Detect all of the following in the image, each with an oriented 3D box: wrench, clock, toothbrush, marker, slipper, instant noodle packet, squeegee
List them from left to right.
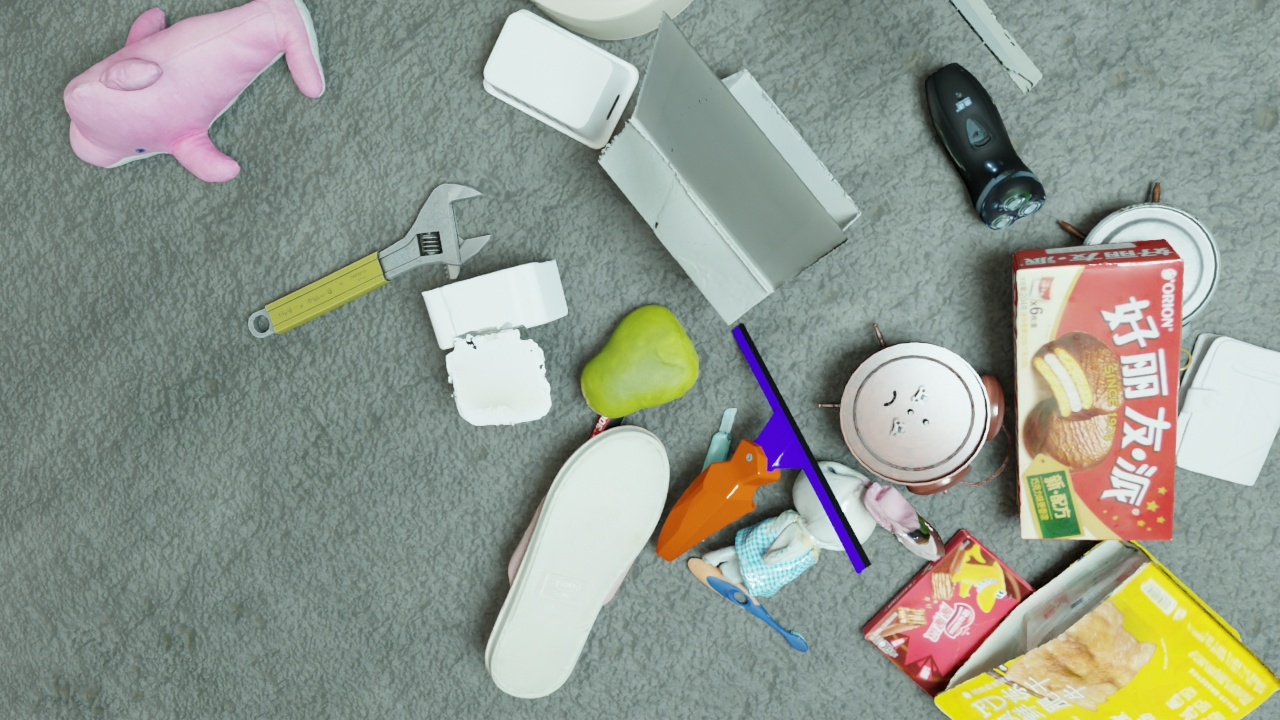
[{"bbox_3d":[-0.262,-0.086,0.876,0.274,0.018,0.083,-22,93,12],"label":"wrench"},{"bbox_3d":[-0.061,0.182,0.844,0.114,0.054,0.274,26,94,-20],"label":"slipper"},{"bbox_3d":[-0.051,0.097,0.860,0.023,0.021,0.145,27,101,-1],"label":"marker"},{"bbox_3d":[0.070,0.117,0.792,0.185,0.055,0.249,-51,45,33],"label":"squeegee"},{"bbox_3d":[0.100,0.226,0.855,0.135,0.017,0.021,36,98,6],"label":"toothbrush"},{"bbox_3d":[0.241,0.049,0.777,0.157,0.072,0.121,34,101,5],"label":"clock"},{"bbox_3d":[0.383,0.271,0.776,0.163,0.084,0.222,41,107,-8],"label":"instant noodle packet"},{"bbox_3d":[0.410,-0.061,0.742,0.104,0.056,0.148,-22,91,14],"label":"clock"}]

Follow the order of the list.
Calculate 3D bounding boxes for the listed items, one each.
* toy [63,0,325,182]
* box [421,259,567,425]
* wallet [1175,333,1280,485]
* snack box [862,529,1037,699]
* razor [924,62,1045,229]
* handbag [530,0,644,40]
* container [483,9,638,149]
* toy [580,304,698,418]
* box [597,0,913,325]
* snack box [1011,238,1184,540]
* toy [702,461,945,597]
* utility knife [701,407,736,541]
[{"bbox_3d":[-0.423,-0.258,0.829,0.266,0.127,0.186,-29,88,7],"label":"toy"},{"bbox_3d":[-0.117,-0.011,0.808,0.109,0.124,0.137,-16,96,11],"label":"box"},{"bbox_3d":[0.487,0.041,0.754,0.086,0.032,0.116,13,99,6],"label":"wallet"},{"bbox_3d":[0.277,0.227,0.819,0.089,0.021,0.133,41,101,2],"label":"snack box"},{"bbox_3d":[0.277,-0.176,0.746,0.053,0.063,0.140,-29,92,11],"label":"razor"},{"bbox_3d":[-0.028,-0.385,0.755,0.208,0.103,0.211,34,100,8],"label":"handbag"},{"bbox_3d":[-0.076,-0.250,0.806,0.129,0.049,0.081,29,101,5],"label":"container"},{"bbox_3d":[-0.005,0.005,0.820,0.110,0.051,0.090,-30,83,-4],"label":"toy"},{"bbox_3d":[0.064,-0.129,0.634,0.150,0.368,0.167,-39,90,9],"label":"box"},{"bbox_3d":[0.358,0.028,0.728,0.113,0.060,0.236,-2,111,19],"label":"snack box"},{"bbox_3d":[0.150,0.146,0.809,0.206,0.131,0.105,-20,62,21],"label":"toy"},{"bbox_3d":[0.066,0.104,0.844,0.022,0.015,0.129,17,98,3],"label":"utility knife"}]
